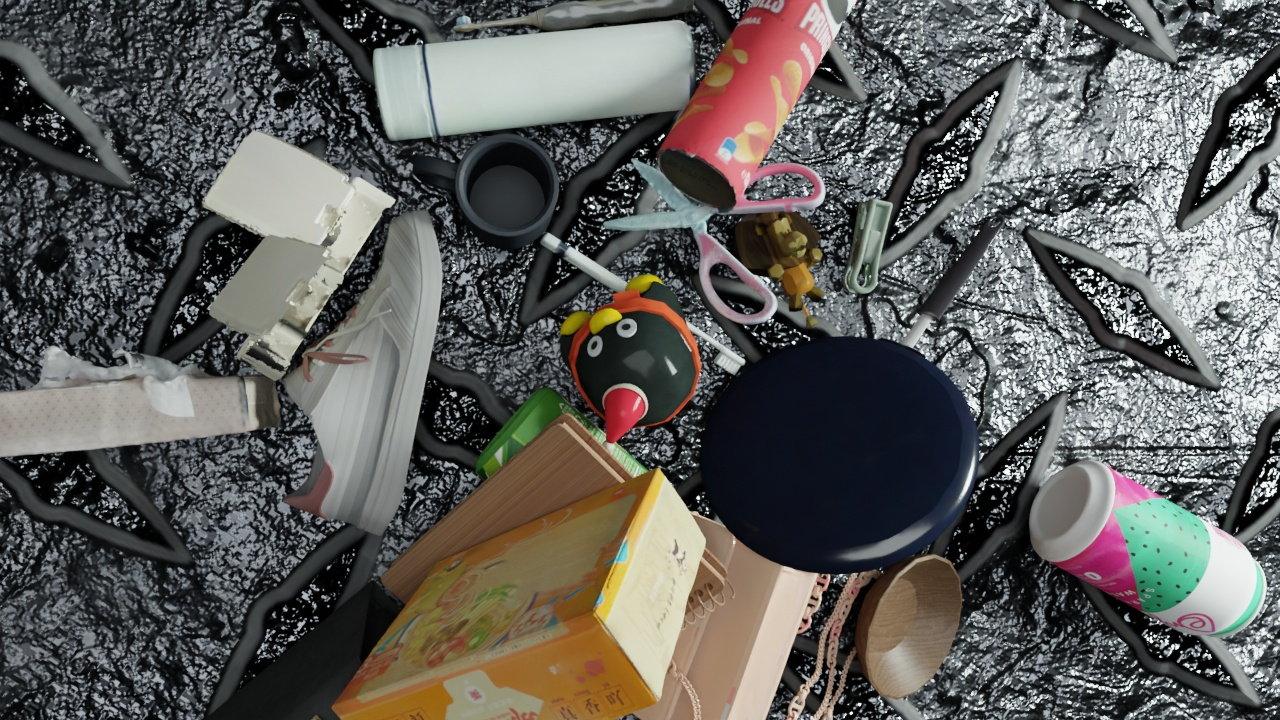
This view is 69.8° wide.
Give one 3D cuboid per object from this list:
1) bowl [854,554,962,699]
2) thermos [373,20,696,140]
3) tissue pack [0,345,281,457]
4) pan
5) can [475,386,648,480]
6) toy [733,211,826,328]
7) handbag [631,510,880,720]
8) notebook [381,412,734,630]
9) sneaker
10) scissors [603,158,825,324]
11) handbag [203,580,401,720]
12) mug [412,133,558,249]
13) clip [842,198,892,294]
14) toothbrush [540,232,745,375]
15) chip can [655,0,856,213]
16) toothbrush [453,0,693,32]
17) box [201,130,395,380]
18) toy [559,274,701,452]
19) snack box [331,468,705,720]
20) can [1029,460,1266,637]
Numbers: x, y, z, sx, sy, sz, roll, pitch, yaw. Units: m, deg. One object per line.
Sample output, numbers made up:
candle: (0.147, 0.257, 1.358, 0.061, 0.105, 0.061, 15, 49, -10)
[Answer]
bowl: (0.205, 0.205, 0.723, 0.117, 0.030, 0.118, -9, 105, -35)
thermos: (-0.077, -0.207, 0.678, 0.230, 0.068, 0.068, -8, 91, -8)
tissue pack: (-0.351, 0.027, 0.625, 0.181, 0.104, 0.071, -2, 88, -7)
pan: (0.188, 0.004, 0.693, 0.199, 0.021, 0.355, 26, 65, 34)
can: (-0.043, 0.094, 0.676, 0.144, 0.083, 0.083, 41, 85, -6)
toy: (0.113, -0.073, 0.705, 0.076, 0.063, 0.100, -24, 85, -26)
handbag: (0.078, 0.228, 0.717, 0.187, 0.117, 0.198, 28, 80, -44)
notebook: (-0.063, 0.157, 0.649, 0.169, 0.022, 0.211, 45, 117, -8)
sneaker: (-0.202, 0.004, 0.647, 0.089, 0.099, 0.236, 10, 91, -22)
scissors: (0.052, -0.091, 0.688, 0.173, 0.014, 0.158, -3, 78, 15)
handbag: (-0.234, 0.250, 0.594, 0.175, 0.196, 0.072, -40, 95, -6)
mug: (-0.113, -0.126, 0.667, 0.105, 0.077, 0.071, 16, 88, -8)
clip: (0.181, -0.090, 0.733, 0.023, 0.047, 0.076, 11, 93, -6)
toothbrush: (0.002, -0.043, 0.717, 0.187, 0.012, 0.017, 32, 90, -7)
chip can: (0.095, -0.222, 0.678, 0.073, 0.073, 0.232, 33, 76, -7)
toothbrush: (-0.051, -0.266, 0.704, 0.185, 0.022, 0.024, -11, 89, -6)
box: (-0.231, -0.075, 0.578, 0.101, 0.194, 0.143, 33, 73, -21)
toy: (-0.004, 0.004, 0.663, 0.097, 0.119, 0.100, -30, 106, 8)
snack box: (-0.064, 0.165, 0.559, 0.196, 0.144, 0.080, -26, 105, 24)
can: (0.402, 0.152, 0.735, 0.166, 0.088, 0.088, 28, 87, -7)
